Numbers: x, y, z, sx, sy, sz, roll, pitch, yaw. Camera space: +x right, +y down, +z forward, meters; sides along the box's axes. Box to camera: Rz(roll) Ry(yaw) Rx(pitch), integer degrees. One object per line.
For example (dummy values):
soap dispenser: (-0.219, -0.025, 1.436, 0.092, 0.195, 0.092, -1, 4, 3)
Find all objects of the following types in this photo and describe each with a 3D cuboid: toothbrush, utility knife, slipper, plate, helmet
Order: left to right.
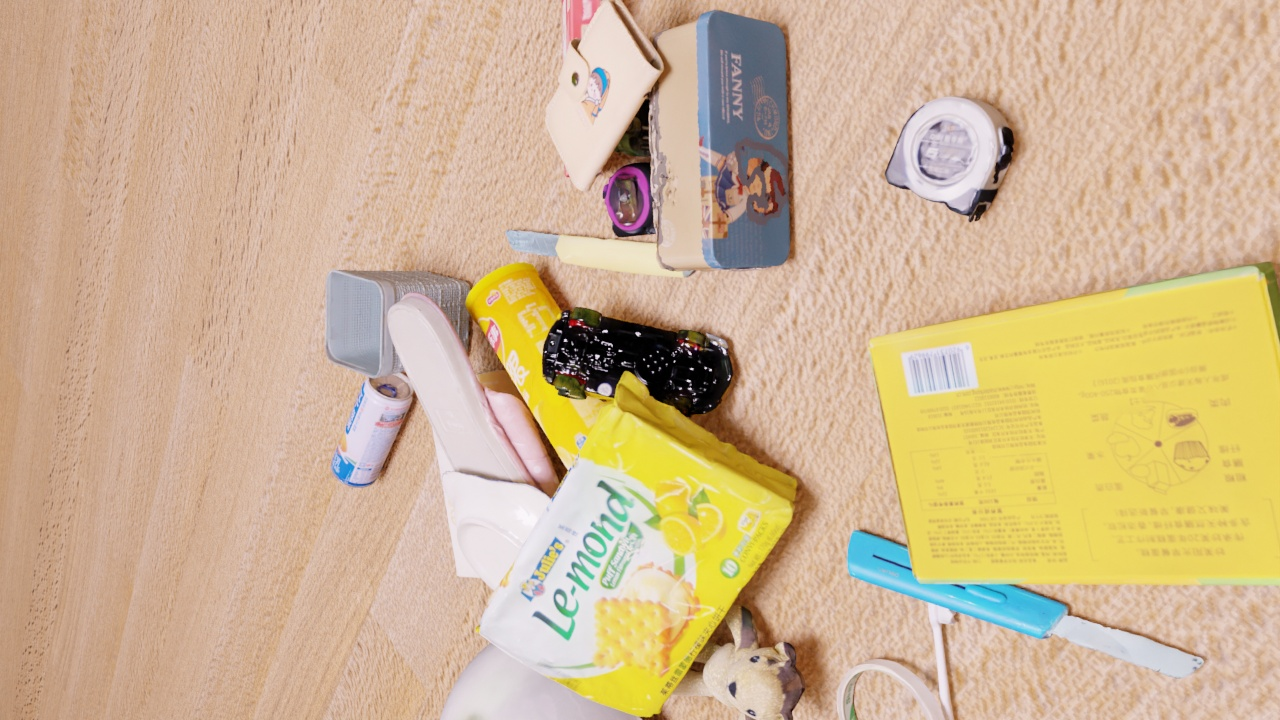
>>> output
slipper: (-0.136, 0.059, 0.819, 0.114, 0.054, 0.274, -8, 114, 50)
plate: (-0.110, 0.173, 0.815, 0.164, 0.034, 0.164, 2, 126, 42)
helmet: (-0.088, 0.373, 0.801, 0.231, 0.156, 0.274, -18, 86, 41)
utility knife: (-0.039, -0.093, 0.773, 0.216, 0.022, 0.031, 10, 103, 32)
toothbrush: (0.212, 0.243, 0.621, 0.016, 0.016, 0.180, -5, 93, 35)
utility knife: (0.231, 0.154, 0.583, 0.219, 0.034, 0.018, 14, 145, 36)

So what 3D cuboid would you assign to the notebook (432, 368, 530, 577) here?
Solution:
notebook: (-0.150, 0.114, 0.905, 0.146, 0.010, 0.206, -8, 92, 39)

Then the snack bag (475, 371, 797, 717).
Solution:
snack bag: (-0.005, 0.148, 0.695, 0.158, 0.068, 0.247, 30, 105, -5)

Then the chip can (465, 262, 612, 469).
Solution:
chip can: (-0.068, 0.017, 0.782, 0.072, 0.071, 0.213, -48, 68, 34)

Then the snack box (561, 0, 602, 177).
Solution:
snack box: (-0.047, -0.224, 0.727, 0.075, 0.025, 0.153, -136, 46, -77)

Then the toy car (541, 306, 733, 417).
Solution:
toy car: (-0.004, 0.004, 0.720, 0.156, 0.041, 0.071, 10, 82, 12)

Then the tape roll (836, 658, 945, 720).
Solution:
tape roll: (0.175, 0.253, 0.642, 0.086, 0.013, 0.086, 15, 109, 51)

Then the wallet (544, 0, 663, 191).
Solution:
wallet: (-0.033, -0.192, 0.653, 0.115, 0.024, 0.087, -52, 54, 44)

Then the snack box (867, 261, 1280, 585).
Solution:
snack box: (0.250, 0.043, 0.520, 0.211, 0.069, 0.157, -12, 89, 40)

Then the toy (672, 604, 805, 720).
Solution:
toy: (0.063, 0.243, 0.714, 0.158, 0.066, 0.105, -13, 74, 55)

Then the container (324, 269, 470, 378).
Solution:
container: (-0.229, -0.040, 0.881, 0.090, 0.111, 0.090, 16, 106, 37)

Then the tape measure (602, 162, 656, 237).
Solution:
tape measure: (0.000, -0.126, 0.721, 0.057, 0.039, 0.058, 4, 100, 40)

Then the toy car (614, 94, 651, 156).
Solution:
toy car: (-0.005, -0.204, 0.710, 0.036, 0.043, 0.091, 7, 101, 39)

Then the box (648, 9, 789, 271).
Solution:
box: (0.055, -0.153, 0.639, 0.062, 0.089, 0.184, 7, 103, 46)

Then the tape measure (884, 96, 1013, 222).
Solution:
tape measure: (0.193, -0.128, 0.564, 0.066, 0.033, 0.066, 35, 120, 29)

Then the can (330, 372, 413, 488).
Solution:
can: (-0.289, 0.073, 0.987, 0.053, 0.053, 0.135, 46, 123, 25)
